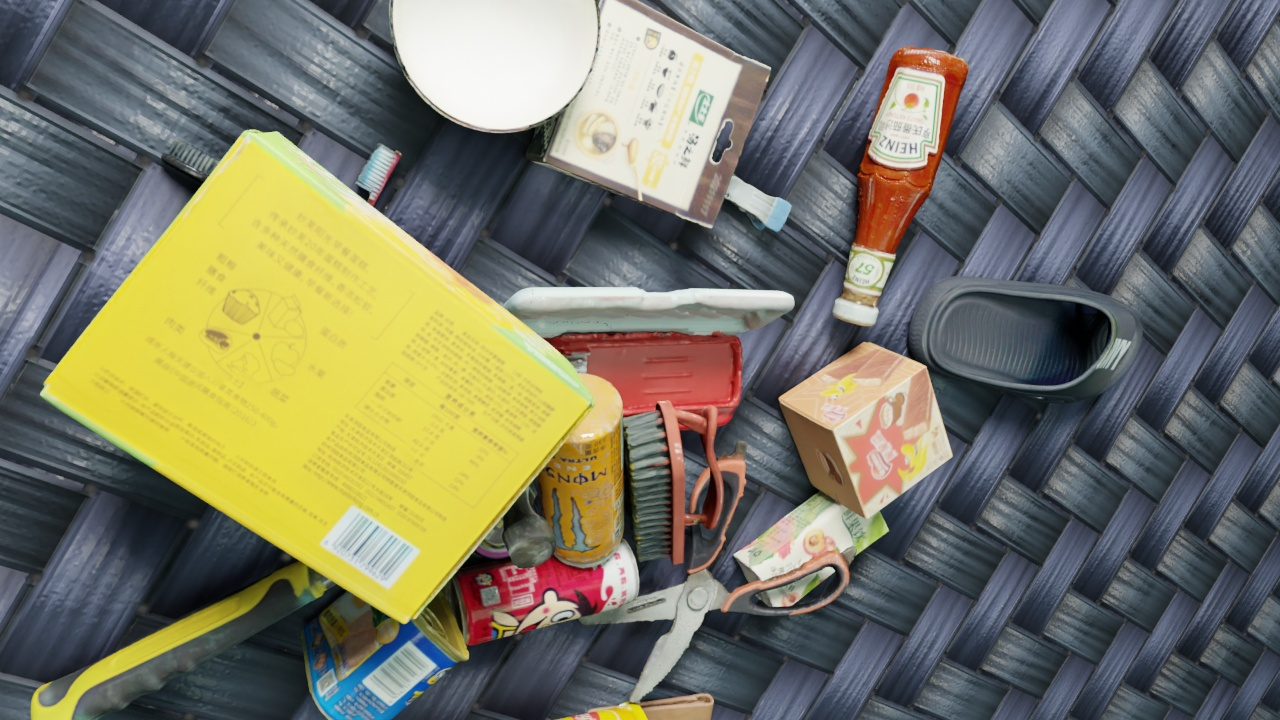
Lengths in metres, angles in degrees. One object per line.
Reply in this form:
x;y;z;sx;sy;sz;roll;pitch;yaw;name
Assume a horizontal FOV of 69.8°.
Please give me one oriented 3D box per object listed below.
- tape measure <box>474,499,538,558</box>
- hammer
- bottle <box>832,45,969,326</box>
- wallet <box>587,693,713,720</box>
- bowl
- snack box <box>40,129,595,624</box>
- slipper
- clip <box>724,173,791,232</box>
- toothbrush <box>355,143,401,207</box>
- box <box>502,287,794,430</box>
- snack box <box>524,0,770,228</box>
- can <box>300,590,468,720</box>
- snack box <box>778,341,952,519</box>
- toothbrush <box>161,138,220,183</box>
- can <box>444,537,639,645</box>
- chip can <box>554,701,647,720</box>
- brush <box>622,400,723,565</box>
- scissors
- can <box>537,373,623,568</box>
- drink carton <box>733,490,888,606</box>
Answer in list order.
-0.102;0.107;0.641;0.057;0.039;0.057;13;100;-24;tape measure
-0.216;0.140;0.568;0.323;0.126;0.032;-27;136;-5;hammer
0.190;-0.128;0.696;0.059;0.060;0.206;8;104;-28;bottle
0.003;0.335;0.776;0.115;0.020;0.101;2;103;-24;wallet
-0.087;-0.192;0.532;0.116;0.066;0.116;-4;106;-16;bowl
-0.152;0.010;0.468;0.210;0.070;0.158;39;93;-18;snack box
0.358;-0.010;0.803;0.267;0.083;0.111;6;105;-26;slipper
0.080;-0.117;0.670;0.058;0.043;0.027;28;94;-26;clip
-0.196;-0.047;0.558;0.017;0.016;0.187;29;92;-22;toothbrush
-0.007;-0.007;0.633;0.201;0.074;0.155;-2;136;-25;box
0.005;-0.162;0.598;0.125;0.053;0.113;17;98;-30;snack box
-0.168;0.183;0.597;0.083;0.102;0.057;-40;119;-7;can
0.181;0.054;0.738;0.094;0.077;0.093;-32;117;-14;snack box
-0.183;-0.079;0.540;0.189;0.014;0.017;25;85;-20;toothbrush
-0.071;0.165;0.665;0.132;0.053;0.053;-8;109;-24;can
-0.096;0.311;0.681;0.213;0.072;0.072;-5;108;-21;chip can
0.024;0.081;0.645;0.069;0.063;0.146;-10;139;-6;brush
0.062;0.174;0.719;0.189;0.015;0.225;22;87;-1;scissors
-0.040;0.076;0.613;0.058;0.058;0.146;-21;139;-19;can
0.143;0.152;0.768;0.122;0.045;0.053;-34;108;-14;drink carton
